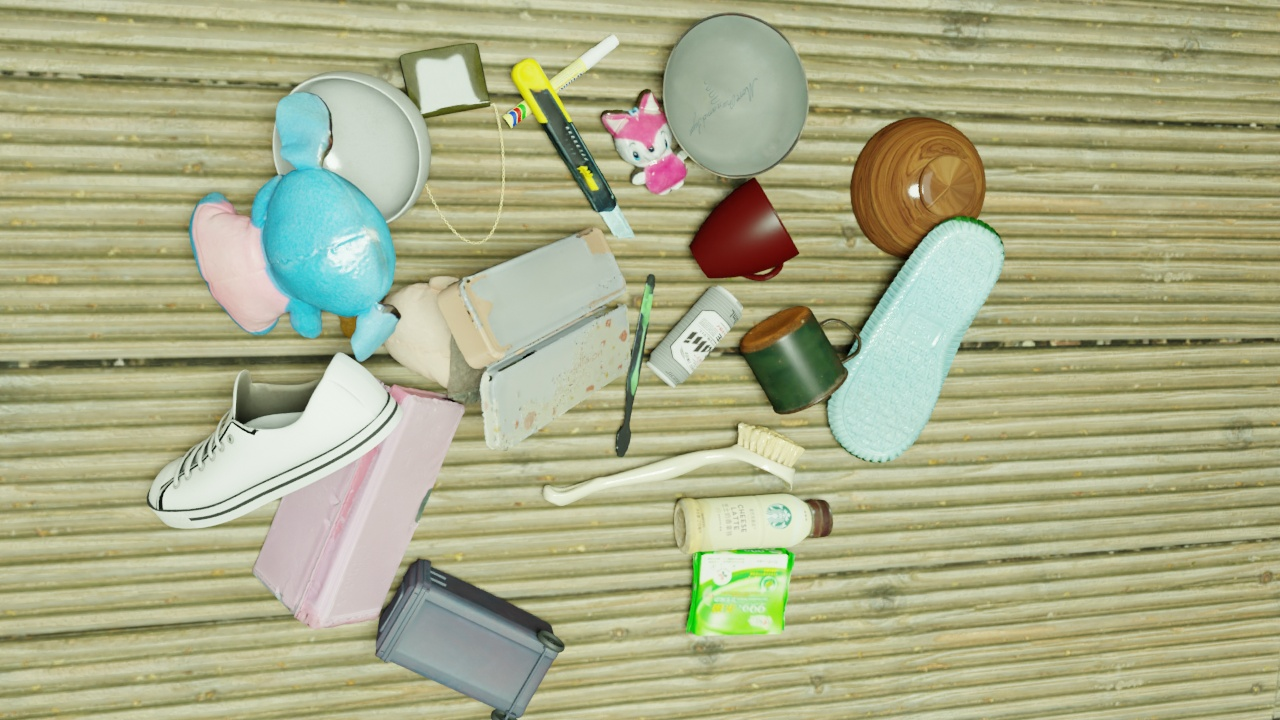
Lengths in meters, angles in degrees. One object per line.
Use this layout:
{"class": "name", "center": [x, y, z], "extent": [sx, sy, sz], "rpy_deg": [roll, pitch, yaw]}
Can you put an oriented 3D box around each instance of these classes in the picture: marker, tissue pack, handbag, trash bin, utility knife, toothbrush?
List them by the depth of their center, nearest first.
{"class": "handbag", "center": [-0.170, -0.199, 0.858], "extent": [0.084, 0.027, 0.178], "rpy_deg": [-13, 106, -11]}
{"class": "marker", "center": [-0.075, -0.266, 0.870], "extent": [0.132, 0.014, 0.014], "rpy_deg": [-39, 104, -5]}
{"class": "utility knife", "center": [-0.061, -0.196, 0.875], "extent": [0.028, 0.020, 0.198], "rpy_deg": [-35, 113, -5]}
{"class": "trash bin", "center": [-0.169, 0.269, 0.887], "extent": [0.161, 0.092, 0.094], "rpy_deg": [30, 90, -15]}
{"class": "toothbrush", "center": [-0.006, 0.005, 0.929], "extent": [0.014, 0.017, 0.188], "rpy_deg": [9, 93, -18]}
{"class": "tissue pack", "center": [0.105, 0.243, 0.978], "extent": [0.114, 0.034, 0.099], "rpy_deg": [3, 99, -11]}

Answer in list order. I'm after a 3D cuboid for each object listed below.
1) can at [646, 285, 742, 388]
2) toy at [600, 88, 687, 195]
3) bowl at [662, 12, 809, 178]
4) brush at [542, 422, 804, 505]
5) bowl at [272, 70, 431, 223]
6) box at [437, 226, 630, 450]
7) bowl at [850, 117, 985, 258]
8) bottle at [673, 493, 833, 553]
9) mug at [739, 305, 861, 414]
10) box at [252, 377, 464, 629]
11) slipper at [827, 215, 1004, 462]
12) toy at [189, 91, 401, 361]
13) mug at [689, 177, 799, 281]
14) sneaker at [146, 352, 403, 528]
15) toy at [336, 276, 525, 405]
{"class": "can", "center": [0.055, -0.024, 0.920], "extent": [0.044, 0.044, 0.106], "rpy_deg": [42, 87, -15]}
{"class": "toy", "center": [0.012, -0.207, 0.884], "extent": [0.065, 0.050, 0.102], "rpy_deg": [-34, 109, -11]}
{"class": "bowl", "center": [0.084, -0.251, 0.886], "extent": [0.150, 0.057, 0.151], "rpy_deg": [-2, 98, -15]}
{"class": "brush", "center": [0.035, 0.113, 0.936], "extent": [0.272, 0.062, 0.077], "rpy_deg": [-8, 84, -7]}
{"class": "bowl", "center": [-0.248, -0.187, 0.809], "extent": [0.132, 0.064, 0.132], "rpy_deg": [1, 114, 3]}
{"class": "box", "center": [-0.081, -0.026, 0.824], "extent": [0.063, 0.215, 0.157], "rpy_deg": [4, 111, 31]}
{"class": "bowl", "center": [0.298, -0.177, 0.940], "extent": [0.147, 0.069, 0.147], "rpy_deg": [-2, 98, -13]}
{"class": "bottle", "center": [0.119, 0.168, 0.957], "extent": [0.162, 0.056, 0.056], "rpy_deg": [-1, 98, -13]}
{"class": "mug", "center": [0.164, -0.009, 0.923], "extent": [0.111, 0.084, 0.081], "rpy_deg": [-30, 102, 9]}
{"class": "box", "center": [-0.273, 0.121, 0.871], "extent": [0.115, 0.099, 0.232], "rpy_deg": [25, 94, 27]}
{"class": "slipper", "center": [0.281, -0.023, 0.960], "extent": [0.116, 0.069, 0.276], "rpy_deg": [22, 106, -11]}
{"class": "toy", "center": [-0.294, -0.101, 0.770], "extent": [0.192, 0.098, 0.224], "rpy_deg": [-7, 108, 23]}
{"class": "mug", "center": [0.102, -0.112, 0.909], "extent": [0.088, 0.087, 0.114], "rpy_deg": [-30, 137, 13]}
{"class": "sneaker", "center": [-0.331, 0.061, 0.780], "extent": [0.246, 0.091, 0.097], "rpy_deg": [-21, 120, 17]}
{"class": "toy", "center": [-0.192, -0.027, 0.851], "extent": [0.176, 0.076, 0.133], "rpy_deg": [15, 124, -3]}
